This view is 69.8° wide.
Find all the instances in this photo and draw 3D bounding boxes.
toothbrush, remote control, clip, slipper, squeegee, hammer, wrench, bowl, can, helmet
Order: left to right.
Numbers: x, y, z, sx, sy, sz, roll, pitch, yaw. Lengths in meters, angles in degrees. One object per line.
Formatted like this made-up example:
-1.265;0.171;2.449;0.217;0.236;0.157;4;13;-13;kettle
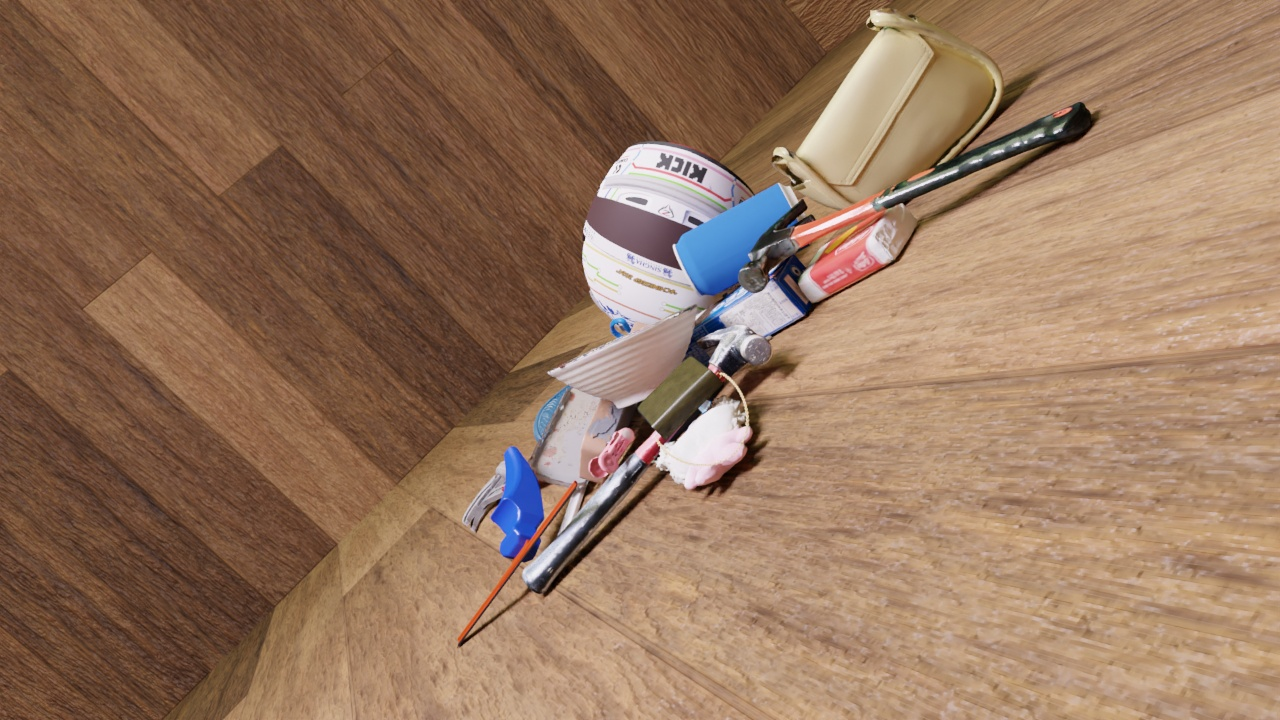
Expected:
-0.130;0.161;0.986;0.250;0.055;0.184;-54;30;26;squeegee
-0.170;0.173;1.303;0.125;0.036;0.317;-54;12;-32;hammer
-0.072;0.154;1.076;0.047;0.009;0.273;-41;10;16;wrench
-0.059;0.067;1.194;0.213;0.104;0.059;-49;-31;-54;slipper
-0.029;0.090;0.889;0.058;0.022;0.037;-51;9;-35;clip
-0.006;0.006;0.995;0.177;0.071;0.177;-24;3;1;bowl
0.000;0.095;0.901;0.326;0.036;0.140;-49;11;-2;hammer
0.037;-0.143;1.219;0.314;0.231;0.236;-14;-55;-82;helmet
0.043;0.065;0.981;0.124;0.010;0.039;-46;10;-15;remote control
0.051;0.072;0.910;0.021;0.016;0.132;-43;8;32;toothbrush
0.117;-0.135;1.040;0.146;0.079;0.078;-27;13;12;can
0.249;-0.159;0.867;0.334;0.033;0.132;-20;23;36;hammer

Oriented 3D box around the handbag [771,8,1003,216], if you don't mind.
0.268;-0.263;1.013;0.233;0.191;0.088;-55;26;7;handbag

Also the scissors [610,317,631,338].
0.012;-0.014;1.190;0.105;0.132;0.019;6;58;28;scissors

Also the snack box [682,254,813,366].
0.106;-0.042;1.048;0.227;0.059;0.059;-32;11;50;snack box

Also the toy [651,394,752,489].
0.061;0.077;0.784;0.096;0.041;0.109;-44;16;2;toy

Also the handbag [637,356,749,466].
0.051;0.049;0.771;0.084;0.027;0.178;-45;20;-1;handbag

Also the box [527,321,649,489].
-0.052;0.046;1.091;0.105;0.096;0.215;106;-174;-46;box

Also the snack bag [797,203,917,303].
0.220;-0.109;0.933;0.116;0.036;0.076;-31;15;51;snack bag
